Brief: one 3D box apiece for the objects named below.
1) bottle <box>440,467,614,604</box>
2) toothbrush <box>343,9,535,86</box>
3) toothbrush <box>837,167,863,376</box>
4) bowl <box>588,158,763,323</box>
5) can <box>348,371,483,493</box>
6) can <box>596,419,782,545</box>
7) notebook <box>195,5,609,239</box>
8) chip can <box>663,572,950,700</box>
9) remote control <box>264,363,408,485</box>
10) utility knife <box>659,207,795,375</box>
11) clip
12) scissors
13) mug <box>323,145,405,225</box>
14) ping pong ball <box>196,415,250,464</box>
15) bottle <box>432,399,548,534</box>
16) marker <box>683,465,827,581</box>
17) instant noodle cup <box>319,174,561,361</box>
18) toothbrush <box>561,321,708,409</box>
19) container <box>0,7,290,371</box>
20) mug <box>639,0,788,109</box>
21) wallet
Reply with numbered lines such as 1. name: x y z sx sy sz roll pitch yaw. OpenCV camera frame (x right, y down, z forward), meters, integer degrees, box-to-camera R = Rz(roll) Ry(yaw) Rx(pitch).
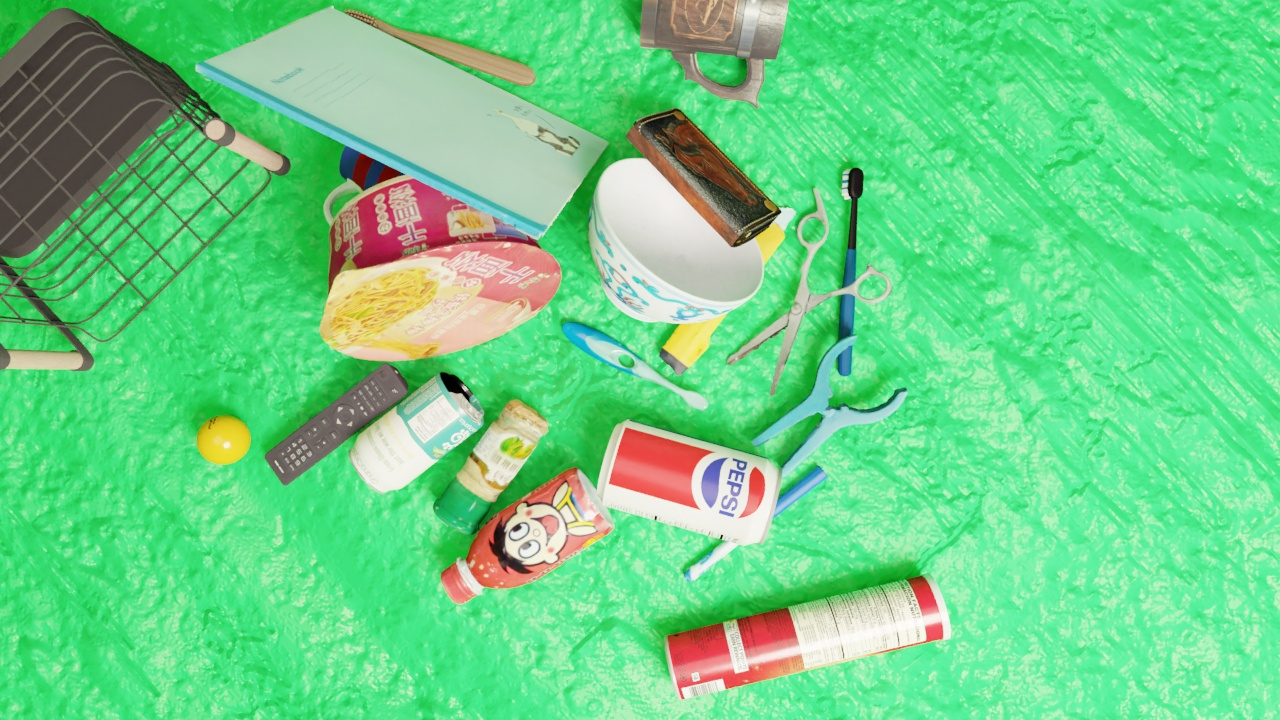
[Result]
1. bottle: -0.093 0.144 0.724 0.137 0.062 0.062 -33 88 1
2. toothbrush: -0.165 -0.258 0.754 0.167 0.016 0.016 19 92 2
3. toothbrush: 0.168 -0.071 0.739 0.014 0.014 0.167 1 93 -32
4. bowl: 0.014 -0.077 0.705 0.144 0.143 0.074 42 130 2
5. can: -0.177 0.058 0.731 0.101 0.055 0.055 -38 88 1
6. can: 0.038 0.095 0.712 0.132 0.070 0.070 15 90 5
7. notebook: -0.159 -0.184 0.677 0.253 0.180 0.009 26 126 -3
8. chip can: 0.128 0.217 0.720 0.215 0.052 0.052 -14 89 2
9. remote control: -0.245 0.052 0.741 0.136 0.015 0.032 -36 88 11
10. utility knife: 0.072 -0.059 0.742 0.030 0.017 0.165 37 91 -3
11. clip: 0.164 0.048 0.725 0.121 0.031 0.130 27 97 4
12. scissors: 0.126 -0.057 0.735 0.142 0.014 0.161 -18 70 22
13. mug: -0.193 -0.136 0.719 0.076 0.075 0.111 38 78 2
14. ping pong ball: -0.338 0.064 0.744 0.040 0.040 0.040 0 89 2
15. bottle: -0.119 0.085 0.736 0.043 0.043 0.111 36 90 2
16. marker: 0.092 0.133 0.742 0.142 0.013 0.013 -38 88 2
17. instant noodle cup: -0.155 -0.073 0.684 0.178 0.179 0.077 -20 72 2
18. toothbrush: -0.004 0.004 0.746 0.135 0.017 0.022 29 91 5
19. container: -0.410 -0.119 0.687 0.241 0.163 0.130 -44 88 1
20. mug: 0.056 -0.263 0.723 0.107 0.079 0.116 8 118 1
21. wallet: 0.049 -0.144 0.716 0.123 0.072 0.020 47 129 8
